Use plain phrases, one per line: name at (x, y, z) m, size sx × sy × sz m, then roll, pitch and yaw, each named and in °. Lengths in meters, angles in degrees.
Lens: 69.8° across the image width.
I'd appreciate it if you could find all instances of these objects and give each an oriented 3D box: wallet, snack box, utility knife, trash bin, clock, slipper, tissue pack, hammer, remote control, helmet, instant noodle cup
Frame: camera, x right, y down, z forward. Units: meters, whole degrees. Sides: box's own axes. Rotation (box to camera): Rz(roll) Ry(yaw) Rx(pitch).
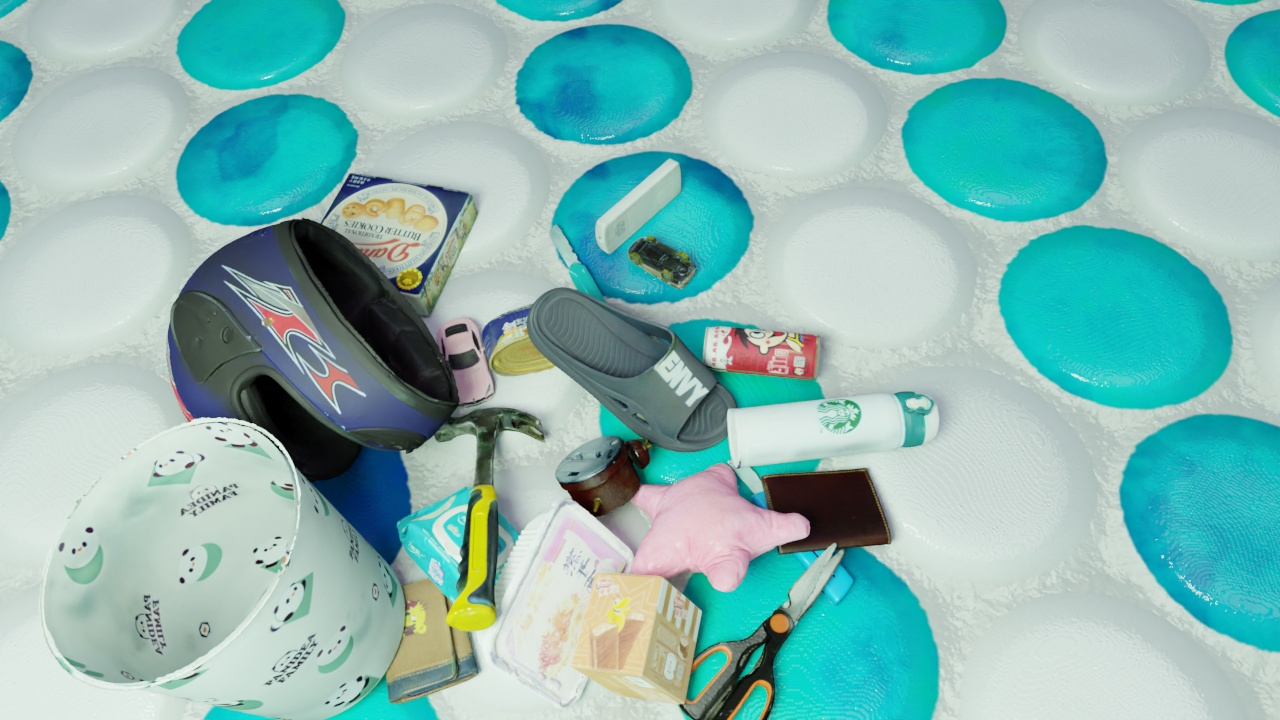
wallet at (-0.220, 0.281, 0.936) m, size 0.090 × 0.033 × 0.115 m, roll -17°, pitch 55°, yaw -6°
snack box at (-0.330, -0.156, 1.203) m, size 0.178 × 0.046 × 0.182 m, roll 11°, pitch 59°, yaw 11°
utility knife at (0.157, 0.176, 0.982) m, size 0.034 × 0.018 × 0.194 m, roll -32°, pitch 60°, yaw -14°
trash bin at (-0.352, 0.212, 0.840) m, size 0.230 × 0.252 × 0.229 m, roll -7°, pitch 57°, yaw 11°
clock at (-0.037, 0.118, 0.993) m, size 0.082 × 0.055 × 0.121 m, roll -8°, pitch 27°, yaw 44°
slipper at (-0.006, 0.006, 1.021) m, size 0.268 × 0.083 × 0.110 m, roll 34°, pitch 69°, yaw -2°
tissue pack at (-0.180, 0.195, 0.959) m, size 0.133 × 0.050 × 0.093 m, roll 39°, pitch 45°, yaw 24°
hammer at (-0.159, 0.145, 0.936) m, size 0.126 × 0.032 × 0.322 m, roll -9°, pitch 31°, yaw -2°
remote control at (-0.002, -0.202, 1.202) m, size 0.021 × 0.058 × 0.149 m, roll 36°, pitch 66°, yaw 25°
snack box at (-0.001, 0.266, 0.880) m, size 0.077 × 0.093 × 0.094 m, roll -4°, pitch 55°, yaw 30°
helmet at (-0.367, 0.014, 0.989) m, size 0.240 × 0.247 × 0.315 m, roll -44°, pitch 66°, yaw 9°
utility knife at (-0.067, -0.092, 1.164) m, size 0.029 × 0.013 × 0.223 m, roll -25°, pitch 62°, yaw -9°
instant noodle cup at (-0.091, 0.235, 0.905) m, size 0.060 × 0.138 × 0.173 m, roll -4°, pitch 50°, yaw 42°
wallet at (0.196, 0.158, 0.975) m, size 0.122 × 0.020 × 0.096 m, roll -3°, pitch 48°, yaw -8°

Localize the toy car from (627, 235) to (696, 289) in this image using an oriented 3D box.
toy car at (0.025, -0.124, 1.165) m, size 0.090 × 0.035 × 0.042 m, roll 32°, pitch 64°, yaw 21°

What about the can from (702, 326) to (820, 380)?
can at (0.141, -0.009, 1.076) m, size 0.133 × 0.053 × 0.053 m, roll 6°, pitch 59°, yaw 7°

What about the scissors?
scissors at (0.140, 0.281, 0.903) m, size 0.235 × 0.022 × 0.143 m, roll -28°, pitch 64°, yaw -7°

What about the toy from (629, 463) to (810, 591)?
toy at (0.055, 0.172, 0.945) m, size 0.178 × 0.075 × 0.195 m, roll -27°, pitch 34°, yaw -25°

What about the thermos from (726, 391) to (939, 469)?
thermos at (0.211, 0.072, 1.005) m, size 0.224 × 0.073 × 0.073 m, roll -6°, pitch 58°, yaw -2°

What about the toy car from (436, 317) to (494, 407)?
toy car at (-0.212, -0.001, 1.105) m, size 0.056 × 0.037 × 0.122 m, roll -17°, pitch 60°, yaw -5°

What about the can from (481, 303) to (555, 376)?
can at (-0.113, -0.030, 1.095) m, size 0.148 × 0.075 × 0.049 m, roll -17°, pitch 56°, yaw -9°
